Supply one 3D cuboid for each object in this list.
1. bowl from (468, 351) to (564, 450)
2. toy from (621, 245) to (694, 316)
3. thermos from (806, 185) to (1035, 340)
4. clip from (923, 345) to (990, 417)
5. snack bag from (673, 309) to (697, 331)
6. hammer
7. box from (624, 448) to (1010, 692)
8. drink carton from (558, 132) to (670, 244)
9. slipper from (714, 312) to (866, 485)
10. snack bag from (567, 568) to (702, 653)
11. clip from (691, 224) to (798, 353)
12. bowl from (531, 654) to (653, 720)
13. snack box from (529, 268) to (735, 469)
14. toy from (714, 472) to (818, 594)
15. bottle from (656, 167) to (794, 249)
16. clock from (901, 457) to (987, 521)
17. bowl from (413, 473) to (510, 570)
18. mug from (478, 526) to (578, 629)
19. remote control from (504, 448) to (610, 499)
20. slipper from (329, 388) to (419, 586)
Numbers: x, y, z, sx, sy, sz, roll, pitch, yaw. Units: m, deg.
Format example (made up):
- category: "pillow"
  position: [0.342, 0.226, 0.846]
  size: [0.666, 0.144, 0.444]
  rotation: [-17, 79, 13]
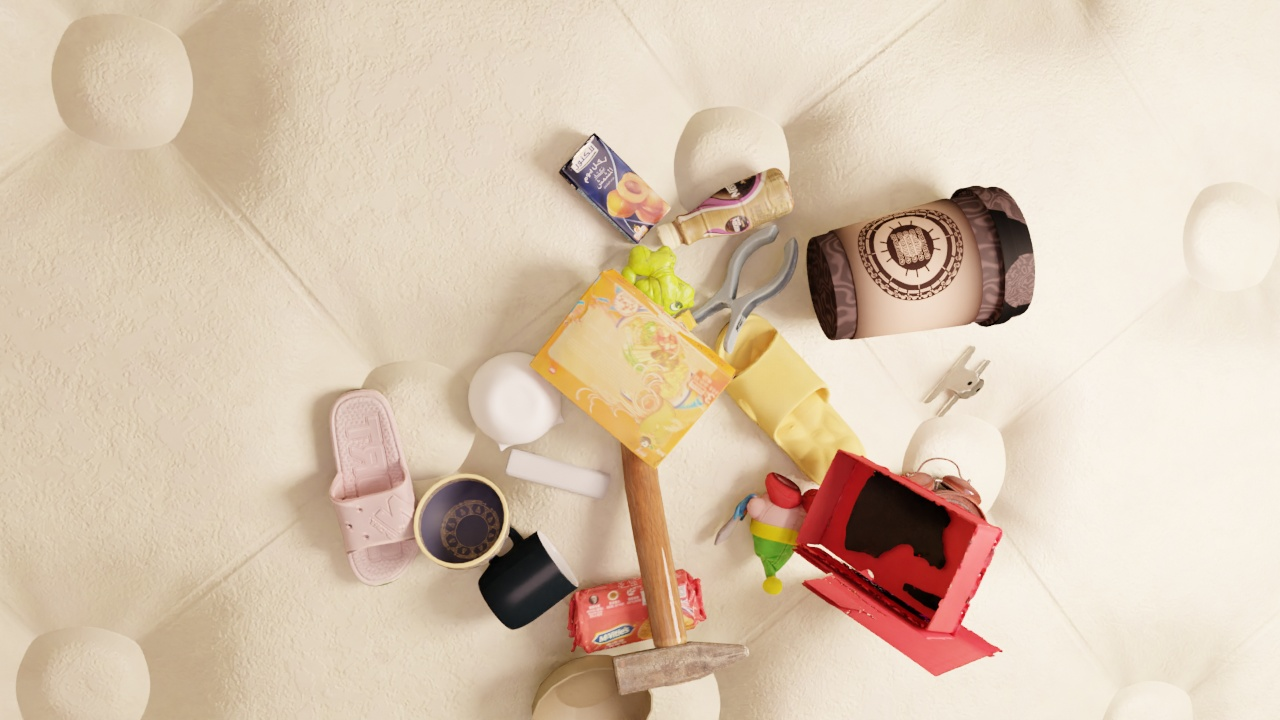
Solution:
- category: "bowl"
  position: [-0.151, 0.049, 1.105]
  size: [0.114, 0.050, 0.115]
  rotation: [-1, 96, -9]
- category: "toy"
  position: [0.022, -0.094, 1.117]
  size: [0.094, 0.036, 0.094]
  rotation: [4, 113, -7]
- category: "thermos"
  position: [0.329, -0.108, 1.109]
  size: [0.226, 0.172, 0.173]
  rotation: [-12, 98, -1]
- category: "clip"
  position: [0.417, 0.027, 1.193]
  size: [0.056, 0.056, 0.102]
  rotation: [40, 89, 21]
- category: "snack bag"
  position: [0.023, -0.026, 1.131]
  size: [0.099, 0.020, 0.026]
  rotation: [-32, 95, 9]
- category: "hammer"
  position: [0.025, 0.234, 1.109]
  size: [0.158, 0.037, 0.300]
  rotation: [-9, 76, -7]
- category: "box"
  position: [0.197, 0.204, 0.984]
  size: [0.350, 0.217, 0.198]
  rotation: [15, 100, -38]
- category: "drink carton"
  position: [-0.032, -0.205, 1.102]
  size: [0.130, 0.040, 0.064]
  rotation: [43, 88, -10]
- category: "slipper"
  position: [0.190, 0.059, 1.145]
  size: [0.099, 0.078, 0.263]
  rotation: [-40, 98, 1]
- category: "snack bag"
  position: [-0.006, 0.309, 1.146]
  size: [0.176, 0.082, 0.082]
  rotation: [-10, 97, -8]
- category: "clip"
  position: [0.142, -0.082, 1.119]
  size: [0.112, 0.028, 0.163]
  rotation: [41, 94, 28]
- category: "bowl"
  position: [-0.063, 0.421, 1.145]
  size: [0.152, 0.050, 0.152]
  rotation: [-6, 119, -12]
- category: "snack box"
  position: [-0.006, 0.006, 1.087]
  size: [0.195, 0.080, 0.145]
  rotation: [40, 104, 2]
- category: "toy"
  position: [0.171, 0.215, 1.154]
  size: [0.124, 0.096, 0.132]
  rotation: [20, 112, -20]
- category: "bottle"
  position: [0.101, -0.178, 1.117]
  size: [0.166, 0.059, 0.059]
  rotation: [-22, 99, 3]
- category: "clock"
  position: [0.383, 0.205, 1.192]
  size: [0.120, 0.072, 0.158]
  rotation: [7, 96, -9]
- category: "bowl"
  position: [-0.208, 0.199, 1.102]
  size: [0.112, 0.061, 0.112]
  rotation: [-2, 65, 5]
- category: "mug"
  position: [-0.149, 0.255, 1.119]
  size: [0.094, 0.085, 0.121]
  rotation: [-37, 72, -4]
- category: "remote control"
  position: [-0.102, 0.143, 1.142]
  size: [0.131, 0.012, 0.033]
  rotation: [16, 93, -10]
- category: "slipper"
  position: [-0.316, 0.153, 1.086]
  size: [0.094, 0.064, 0.239]
  rotation: [-8, 96, -8]
